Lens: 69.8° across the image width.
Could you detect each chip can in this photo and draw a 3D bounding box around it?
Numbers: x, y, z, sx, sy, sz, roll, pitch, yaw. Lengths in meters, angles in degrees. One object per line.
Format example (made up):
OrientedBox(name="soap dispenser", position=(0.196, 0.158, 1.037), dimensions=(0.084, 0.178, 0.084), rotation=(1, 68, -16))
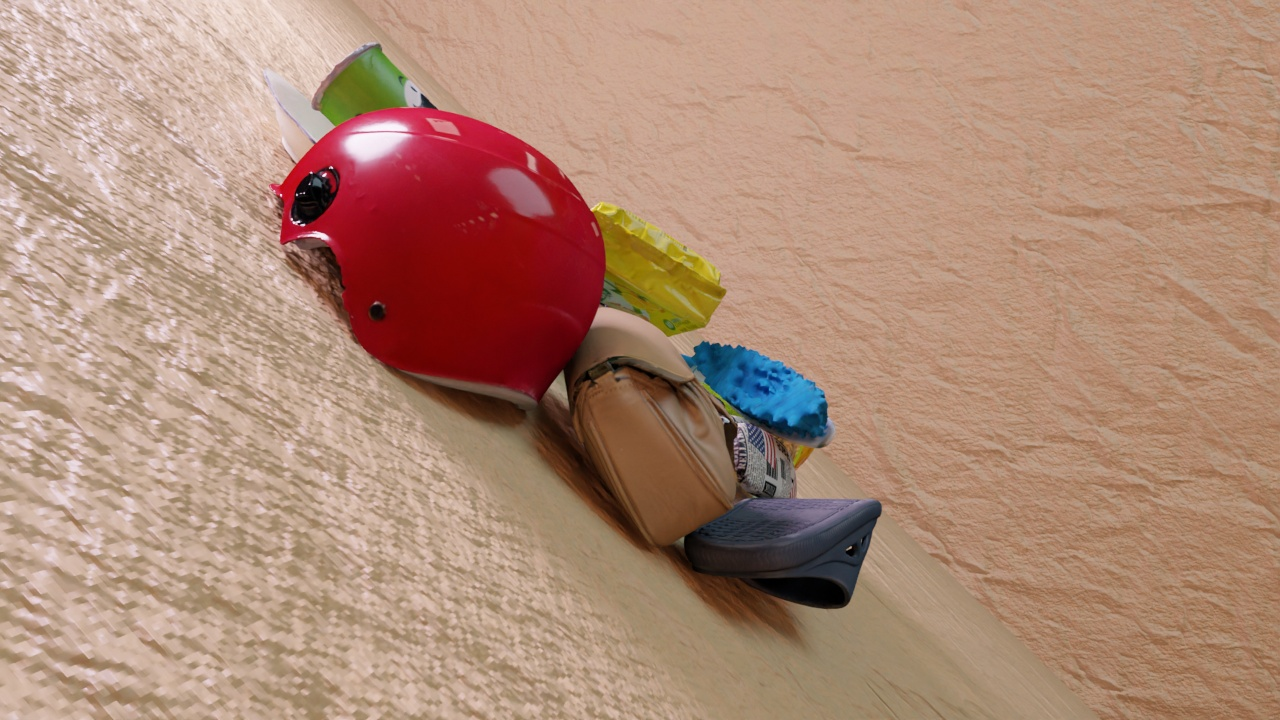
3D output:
OrientedBox(name="chip can", position=(-0.147, -0.139, 0.727), dimensions=(0.236, 0.072, 0.072), rotation=(45, 7, -11))

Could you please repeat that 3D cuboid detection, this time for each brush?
OrientedBox(name="brush", position=(0.076, 0.014, 0.954), dimensions=(0.315, 0.060, 0.109), rotation=(29, -12, 41))

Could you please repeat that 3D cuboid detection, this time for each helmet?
OrientedBox(name="helmet", position=(-0.118, -0.088, 0.601), dimensions=(0.240, 0.144, 0.206), rotation=(46, 9, 28))

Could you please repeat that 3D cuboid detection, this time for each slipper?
OrientedBox(name="slipper", position=(0.113, 0.154, 0.716), dimensions=(0.111, 0.083, 0.267), rotation=(-1, -2, 28))

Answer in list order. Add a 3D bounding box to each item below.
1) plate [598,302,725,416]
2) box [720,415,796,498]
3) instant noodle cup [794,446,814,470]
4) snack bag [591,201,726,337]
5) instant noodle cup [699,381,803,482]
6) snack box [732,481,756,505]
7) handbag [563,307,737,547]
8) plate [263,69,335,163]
OrientedBox(name="plate", position=(-0.005, 0.005, 0.923), dimensions=(0.205, 0.045, 0.205), rotation=(37, -5, 4))
OrientedBox(name="box", position=(0.100, 0.100, 0.857), dimensions=(0.162, 0.076, 0.086), rotation=(37, 25, -59))
OrientedBox(name="instant noodle cup", position=(0.133, 0.072, 1.122), dimensions=(0.109, 0.138, 0.138), rotation=(23, 21, -50))
OrientedBox(name="snack bag", position=(-0.022, -0.086, 0.960), dimensions=(0.158, 0.068, 0.247), rotation=(30, -14, -16))
OrientedBox(name="instant noodle cup", position=(0.098, 0.077, 1.014), dimensions=(0.111, 0.111, 0.123), rotation=(37, 1, -44))
OrientedBox(name="snack box", position=(0.098, 0.146, 0.881), dimensions=(0.077, 0.027, 0.155), rotation=(47, 7, 29))
OrientedBox(name="handbag", position=(0.006, 0.038, 0.665), dimensions=(0.148, 0.100, 0.204), rotation=(58, 2, -18))
OrientedBox(name="plate", position=(-0.238, -0.157, 0.755), dimensions=(0.163, 0.034, 0.164), rotation=(49, 8, 37))
